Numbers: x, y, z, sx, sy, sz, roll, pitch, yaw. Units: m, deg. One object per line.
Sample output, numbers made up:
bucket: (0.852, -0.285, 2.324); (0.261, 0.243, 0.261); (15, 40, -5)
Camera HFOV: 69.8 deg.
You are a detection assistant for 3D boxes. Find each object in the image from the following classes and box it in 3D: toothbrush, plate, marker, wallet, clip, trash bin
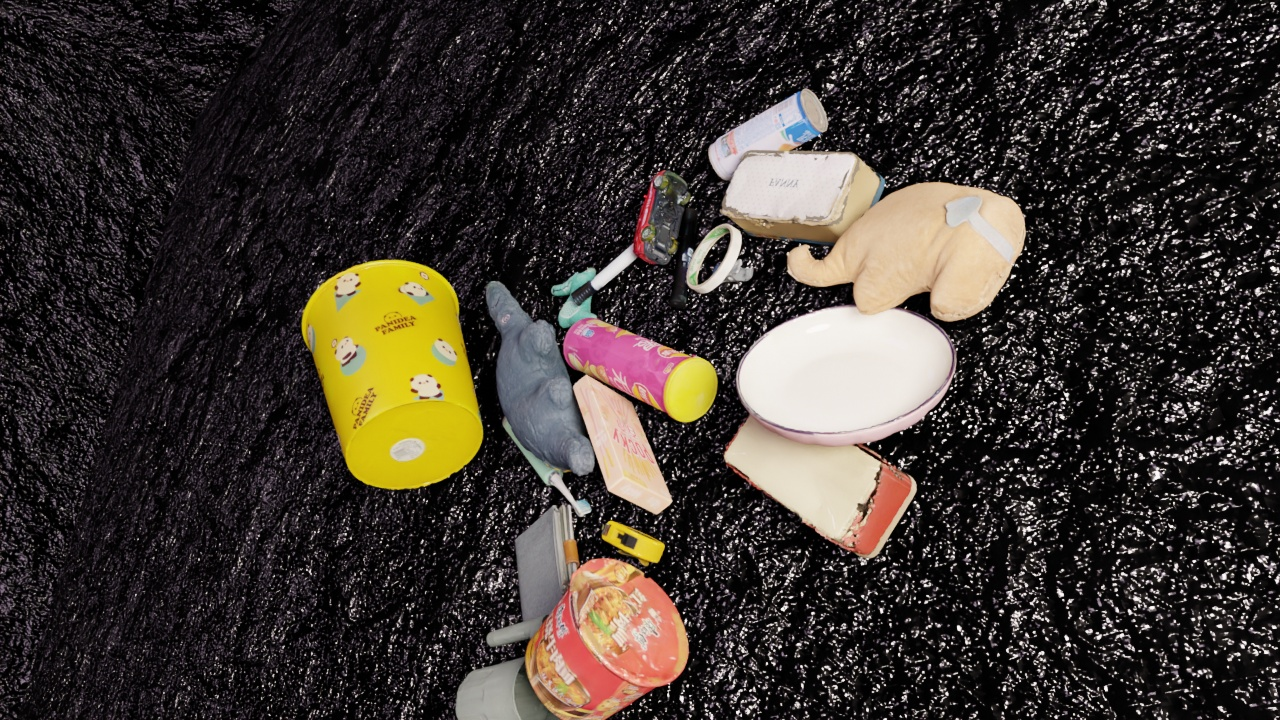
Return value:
toothbrush: (-0.120, 0.128, 1.142); (0.027, 0.026, 0.224); (-22, 36, -20)
plate: (0.184, 0.017, 0.826); (0.192, 0.039, 0.192); (-12, 33, 8)
marker: (-0.036, -0.118, 1.181); (0.131, 0.022, 0.018); (-41, 46, 6)
wallet: (-0.103, 0.242, 1.052); (0.107, 0.037, 0.129); (-45, 41, 34)
clip: (0.102, -0.101, 1.048); (0.057, 0.029, 0.024); (0, 63, 53)
trash bin: (-0.341, 0.027, 1.294); (0.230, 0.229, 0.255); (-43, 49, 20)
marker: (0.053, -0.124, 1.112); (0.022, 0.020, 0.131); (-27, 48, 55)

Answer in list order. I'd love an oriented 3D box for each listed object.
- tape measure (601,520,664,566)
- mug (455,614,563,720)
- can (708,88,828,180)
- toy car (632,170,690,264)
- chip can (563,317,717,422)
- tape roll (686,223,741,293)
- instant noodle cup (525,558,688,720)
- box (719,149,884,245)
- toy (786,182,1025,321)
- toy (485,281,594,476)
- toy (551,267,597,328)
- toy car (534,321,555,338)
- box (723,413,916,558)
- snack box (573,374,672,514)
tape measure: (-0.005, 0.194, 0.960); (0.057, 0.060, 0.029); (17, 81, 44)
mug: (-0.135, 0.346, 0.991); (0.104, 0.083, 0.123); (-26, 50, 37)
can: (0.146, -0.259, 1.066); (0.135, 0.053, 0.053); (-23, 53, 37)
toy car: (0.023, -0.178, 1.148); (0.045, 0.053, 0.120); (1, 70, 49)
chip can: (-0.006, 0.006, 1.058); (0.211, 0.071, 0.071); (23, 85, 50)
tape roll: (0.084, -0.118, 1.062); (0.086, 0.014, 0.085); (-45, 29, 34)
instant noodle cup: (-0.038, 0.281, 0.896); (0.109, 0.137, 0.137); (-50, 40, 27)
box: (0.175, -0.177, 0.988); (0.184, 0.059, 0.089); (21, 84, 48)
toy: (0.244, -0.105, 0.855); (0.226, 0.082, 0.143); (10, 59, 52)
toy: (-0.125, 0.038, 1.124); (0.138, 0.091, 0.356); (92, 156, -44)
toy: (-0.087, -0.083, 1.226); (0.097, 0.030, 0.091); (-7, 59, 38)
toy car: (-0.135, -0.007, 1.230); (0.043, 0.034, 0.090); (-4, 79, 40)
box: (0.153, 0.100, 0.834); (0.168, 0.076, 0.091); (33, 93, 50)
snack box: (-0.022, 0.091, 1.016); (0.026, 0.084, 0.157); (-41, 44, 17)
